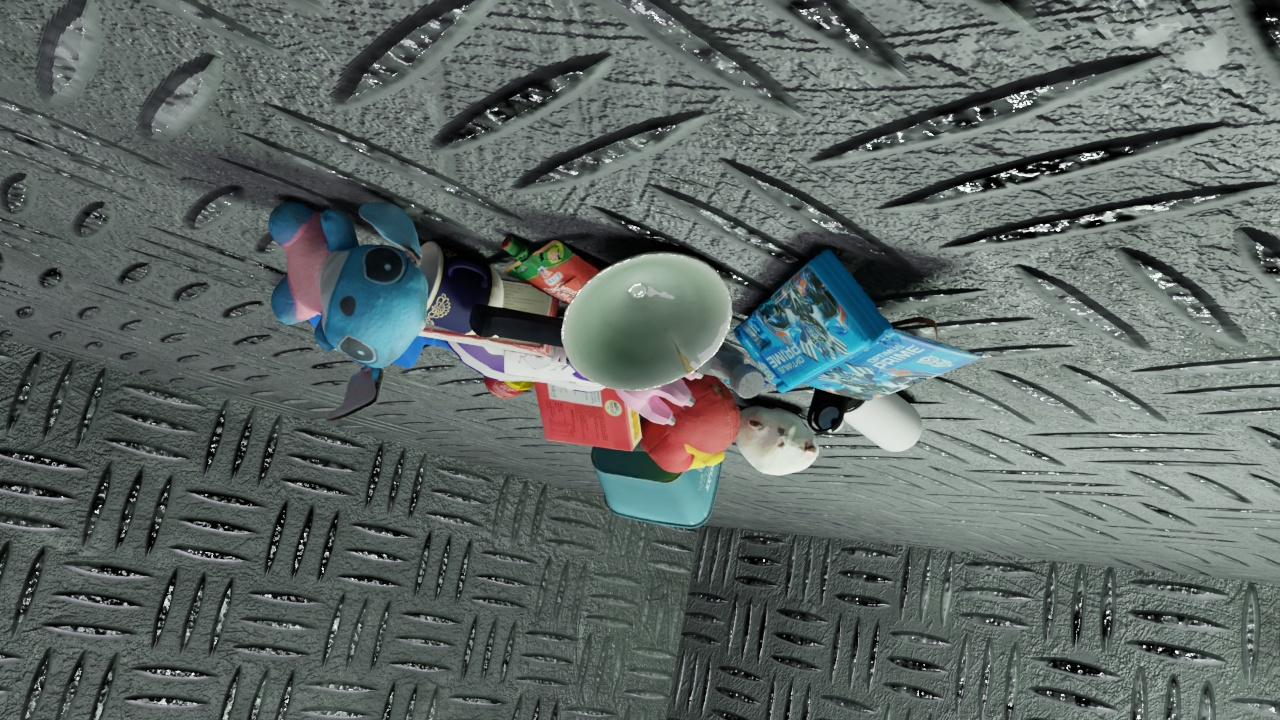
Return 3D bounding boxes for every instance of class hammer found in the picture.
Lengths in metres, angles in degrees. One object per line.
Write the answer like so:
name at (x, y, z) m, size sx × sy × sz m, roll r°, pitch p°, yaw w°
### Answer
hammer at (-0.029, -0.018, 0.989) m, size 0.312 × 0.035 × 0.139 m, roll 9°, pitch -162°, yaw -26°

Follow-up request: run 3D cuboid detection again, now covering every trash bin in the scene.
trash bin at (0.023, 0.151, 1.511) m, size 0.199 × 0.196 × 0.219 m, roll 7°, pitch 160°, yaw 14°

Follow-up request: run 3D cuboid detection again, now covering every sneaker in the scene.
sneaker at (-0.119, -0.020, 1.128) m, size 0.244 × 0.091 × 0.111 m, roll 16°, pitch 163°, yaw -27°

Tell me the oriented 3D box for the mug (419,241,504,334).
mug at (-0.188, -0.076, 0.970) m, size 0.089 × 0.085 × 0.112 m, roll 18°, pitch 153°, yaw -35°

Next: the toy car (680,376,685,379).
toy car at (0.036, 0.008, 1.199) m, size 0.036 × 0.042 × 0.092 m, roll 23°, pitch 162°, yaw -31°

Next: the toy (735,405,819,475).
toy at (0.203, 0.120, 1.427) m, size 0.139 × 0.101 × 0.179 m, roll 25°, pitch -178°, yaw -5°

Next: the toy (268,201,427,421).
toy at (-0.298, -0.060, 0.920) m, size 0.191 × 0.224 × 0.098 m, roll 25°, pitch -159°, yaw 24°

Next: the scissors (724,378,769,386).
scissors at (0.114, 0.011, 1.224) m, size 0.135 × 0.016 × 0.083 m, roll 27°, pitch 164°, yaw -35°

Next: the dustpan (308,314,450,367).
dustpan at (-0.339, -0.029, 1.325) m, size 0.257 × 0.059 × 0.246 m, roll 22°, pitch 166°, yaw 0°

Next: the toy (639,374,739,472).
toy at (0.065, 0.086, 1.286) m, size 0.147 × 0.098 × 0.217 m, roll 45°, pitch 154°, yaw 7°

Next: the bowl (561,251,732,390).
bowl at (0.001, -0.053, 0.912) m, size 0.174 × 0.067 × 0.174 m, roll -9°, pitch 135°, yaw -10°

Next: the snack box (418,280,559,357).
snack box at (-0.233, -0.063, 1.068) m, size 0.273 × 0.076 × 0.044 m, roll 9°, pitch 170°, yaw 8°

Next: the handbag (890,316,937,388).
handbag at (0.254, -0.020, 0.920) m, size 0.093 × 0.043 × 0.196 m, roll 16°, pitch 166°, yaw 4°

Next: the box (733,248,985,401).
box at (0.188, -0.006, 0.882) m, size 0.175 × 0.060 × 0.244 m, roll 33°, pitch 165°, yaw -1°

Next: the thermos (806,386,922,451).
thermos at (0.279, 0.071, 1.139) m, size 0.069 × 0.101 × 0.229 m, roll 4°, pitch 164°, yaw 38°

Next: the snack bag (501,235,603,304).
snack bag at (-0.077, -0.087, 0.939) m, size 0.155 × 0.044 × 0.087 m, roll 30°, pitch 145°, yaw -36°

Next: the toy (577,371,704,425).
toy at (-0.006, 0.006, 1.092) m, size 0.157 × 0.123 × 0.067 m, roll 34°, pitch 127°, yaw -10°

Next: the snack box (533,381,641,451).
snack box at (-0.077, 0.053, 1.300) m, size 0.145 × 0.143 × 0.040 m, roll 5°, pitch -150°, yaw 23°

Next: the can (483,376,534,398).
can at (-0.192, 0.018, 1.374) m, size 0.066 × 0.066 × 0.125 m, roll 16°, pitch 166°, yaw -18°
